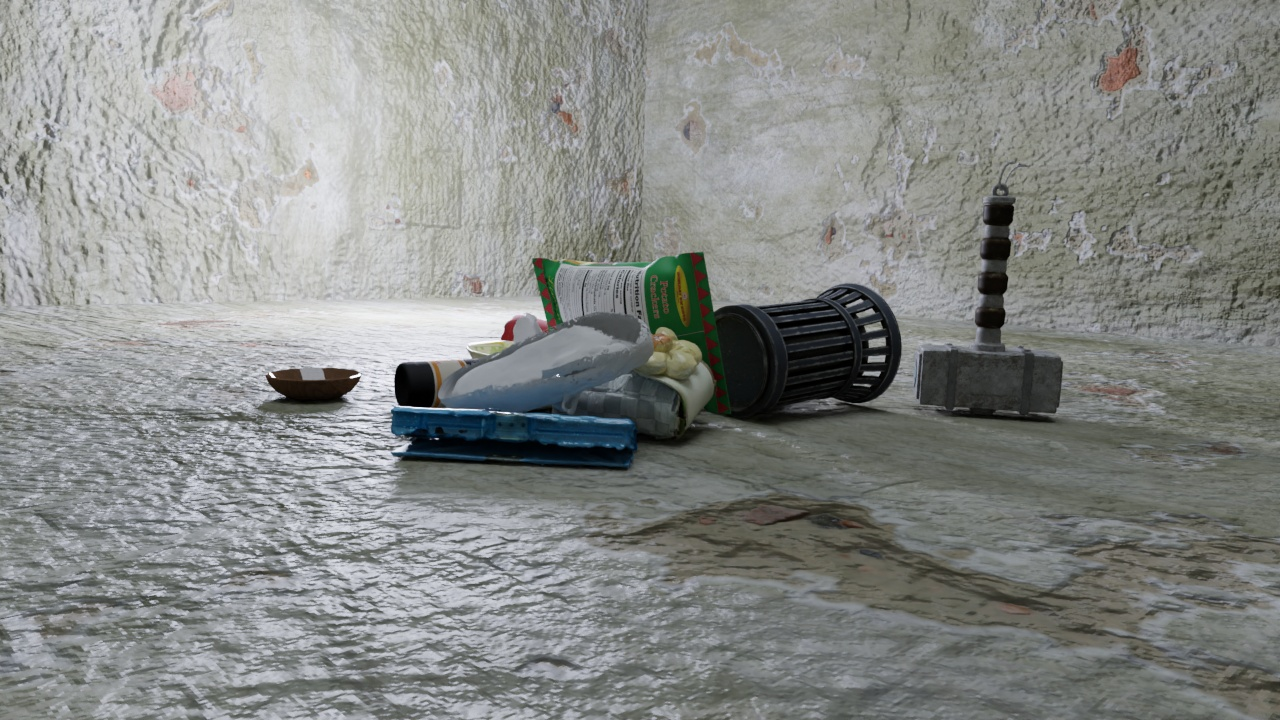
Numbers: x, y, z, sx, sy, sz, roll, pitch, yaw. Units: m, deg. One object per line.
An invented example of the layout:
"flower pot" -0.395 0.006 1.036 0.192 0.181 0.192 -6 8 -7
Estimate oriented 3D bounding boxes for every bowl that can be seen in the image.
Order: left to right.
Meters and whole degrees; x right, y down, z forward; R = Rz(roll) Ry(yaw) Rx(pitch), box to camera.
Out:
"bowl" -0.421 0.032 1.184 0.118 0.030 0.118 2 7 0
"bowl" -0.153 0.011 1.306 0.220 0.060 0.188 8 9 34

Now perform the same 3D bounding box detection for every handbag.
"handbag" -0.015 0.020 1.015 0.172 0.123 0.112 4 22 22

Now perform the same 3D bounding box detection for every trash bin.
"trash bin" 0.198 -0.011 1.185 0.226 0.164 0.164 -8 12 -38

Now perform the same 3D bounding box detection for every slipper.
"slipper" -0.096 0.017 0.959 0.247 0.112 0.074 -20 -44 23

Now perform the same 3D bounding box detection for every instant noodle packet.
"instant noodle packet" -0.015 -0.033 1.112 0.253 0.196 0.090 3 24 36

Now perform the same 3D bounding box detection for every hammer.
"hammer" 0.456 -0.092 1.192 0.177 0.326 0.079 3 8 13

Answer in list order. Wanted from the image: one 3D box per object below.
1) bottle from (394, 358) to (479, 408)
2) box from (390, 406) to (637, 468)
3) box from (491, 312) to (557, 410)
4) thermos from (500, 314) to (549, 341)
"bottle" -0.212 0.028 1.152 0.181 0.059 0.059 -3 9 -34
"box" -0.120 0.078 0.892 0.231 0.052 0.093 3 -10 3
"box" -0.115 0.002 1.110 0.106 0.080 0.151 -8 -29 -44
"thermos" -0.115 -0.017 1.481 0.240 0.073 0.073 15 13 31
